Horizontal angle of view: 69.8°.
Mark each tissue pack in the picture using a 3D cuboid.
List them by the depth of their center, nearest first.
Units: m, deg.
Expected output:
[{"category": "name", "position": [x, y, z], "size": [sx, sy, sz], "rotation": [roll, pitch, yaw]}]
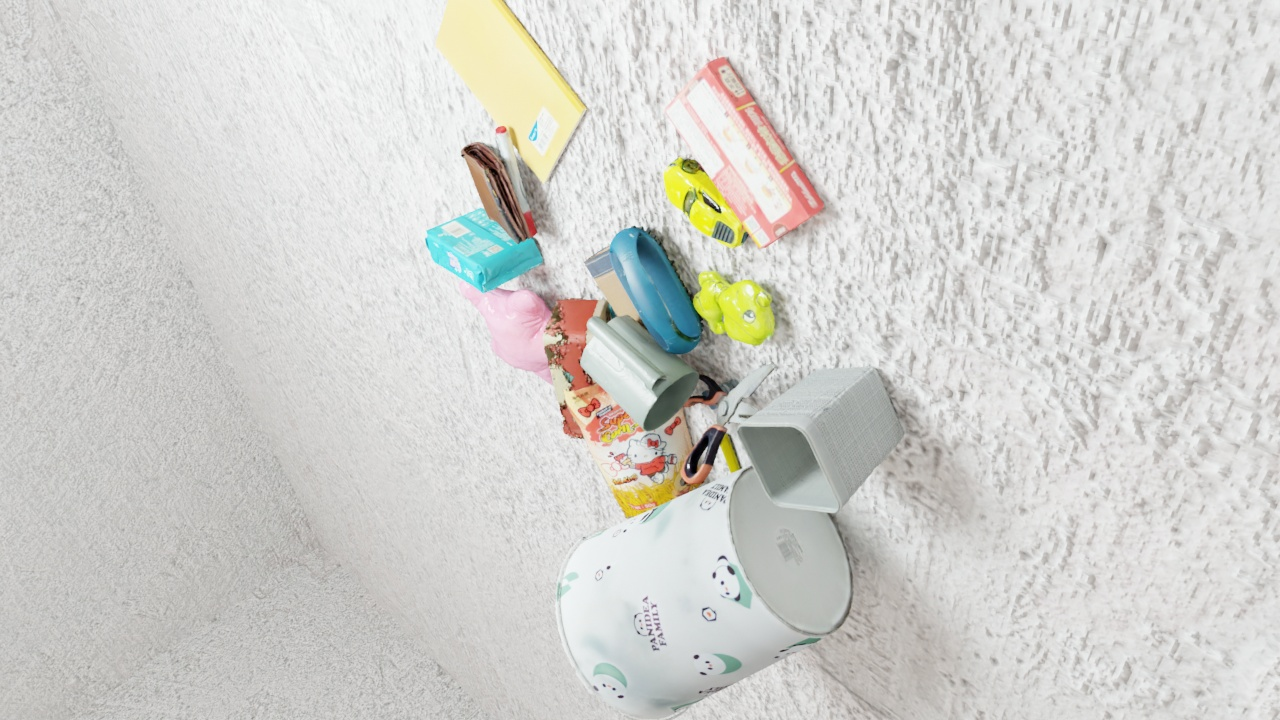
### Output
[{"category": "tissue pack", "position": [-0.196, -0.137, 1.149], "size": [0.133, 0.093, 0.050], "rotation": [33, 139, 33]}]

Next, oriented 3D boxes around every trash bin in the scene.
[{"category": "trash bin", "position": [0.074, 0.244, 0.991], "size": [0.253, 0.228, 0.229], "rotation": [-37, 89, 37]}]

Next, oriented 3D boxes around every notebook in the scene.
[{"category": "notebook", "position": [-0.145, -0.307, 0.988], "size": [0.206, 0.010, 0.146], "rotation": [52, 149, 3]}]

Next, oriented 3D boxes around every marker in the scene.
[{"category": "marker", "position": [-0.144, -0.206, 1.069], "size": [0.017, 0.017, 0.145], "rotation": [30, 147, 35]}]

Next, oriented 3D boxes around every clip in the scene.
[{"category": "clip", "position": [0.088, 0.036, 1.000], "size": [0.025, 0.035, 0.058], "rotation": [60, 149, 1]}]

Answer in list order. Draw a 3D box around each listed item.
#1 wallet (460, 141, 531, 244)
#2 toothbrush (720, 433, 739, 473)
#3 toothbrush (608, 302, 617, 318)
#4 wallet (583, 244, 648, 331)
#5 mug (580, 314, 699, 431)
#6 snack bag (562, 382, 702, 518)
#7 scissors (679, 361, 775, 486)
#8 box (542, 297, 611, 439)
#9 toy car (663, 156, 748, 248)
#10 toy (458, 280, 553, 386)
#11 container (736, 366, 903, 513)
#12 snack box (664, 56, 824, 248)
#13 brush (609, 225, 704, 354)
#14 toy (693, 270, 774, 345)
[{"category": "wallet", "position": [-0.173, -0.198, 1.087], "size": [0.124, 0.032, 0.101], "rotation": [45, 158, 55]}, {"category": "toothbrush", "position": [0.121, 0.167, 1.087], "size": [0.016, 0.016, 0.190], "rotation": [11, 129, 49]}, {"category": "toothbrush", "position": [-0.014, 0.006, 1.115], "size": [0.018, 0.016, 0.192], "rotation": [14, 132, 34]}, {"category": "wallet", "position": [-0.010, -0.075, 1.013], "size": [0.115, 0.033, 0.090], "rotation": [58, 152, -9]}, {"category": "mug", "position": [-0.006, 0.006, 0.968], "size": [0.103, 0.083, 0.124], "rotation": [42, 174, 22]}, {"category": "snack bag", "position": [0.000, 0.095, 1.093], "size": [0.073, 0.128, 0.208], "rotation": [-117, 6, -58]}, {"category": "scissors", "position": [0.081, 0.057, 0.960], "size": [0.188, 0.015, 0.227], "rotation": [-110, 35, -49]}, {"category": "box", "position": [-0.073, 0.013, 1.107], "size": [0.078, 0.091, 0.168], "rotation": [1, 129, 13]}, {"category": "toy car", "position": [0.057, -0.144, 0.850], "size": [0.105, 0.032, 0.048], "rotation": [44, 149, 20]}, {"category": "toy", "position": [-0.138, -0.030, 1.196], "size": [0.179, 0.074, 0.195], "rotation": [14, 146, 27]}, {"category": "container", "position": [0.166, 0.065, 0.828], "size": [0.090, 0.114, 0.090], "rotation": [-4, 117, 55]}, {"category": "snack box", "position": [0.087, -0.174, 0.784], "size": [0.153, 0.025, 0.075], "rotation": [55, 149, -2]}, {"category": "brush", "position": [0.015, -0.069, 0.936], "size": [0.055, 0.073, 0.144], "rotation": [-26, 102, 18]}, {"category": "toy", "position": [0.093, -0.049, 0.897], "size": [0.100, 0.031, 0.097], "rotation": [45, 149, 24]}]
